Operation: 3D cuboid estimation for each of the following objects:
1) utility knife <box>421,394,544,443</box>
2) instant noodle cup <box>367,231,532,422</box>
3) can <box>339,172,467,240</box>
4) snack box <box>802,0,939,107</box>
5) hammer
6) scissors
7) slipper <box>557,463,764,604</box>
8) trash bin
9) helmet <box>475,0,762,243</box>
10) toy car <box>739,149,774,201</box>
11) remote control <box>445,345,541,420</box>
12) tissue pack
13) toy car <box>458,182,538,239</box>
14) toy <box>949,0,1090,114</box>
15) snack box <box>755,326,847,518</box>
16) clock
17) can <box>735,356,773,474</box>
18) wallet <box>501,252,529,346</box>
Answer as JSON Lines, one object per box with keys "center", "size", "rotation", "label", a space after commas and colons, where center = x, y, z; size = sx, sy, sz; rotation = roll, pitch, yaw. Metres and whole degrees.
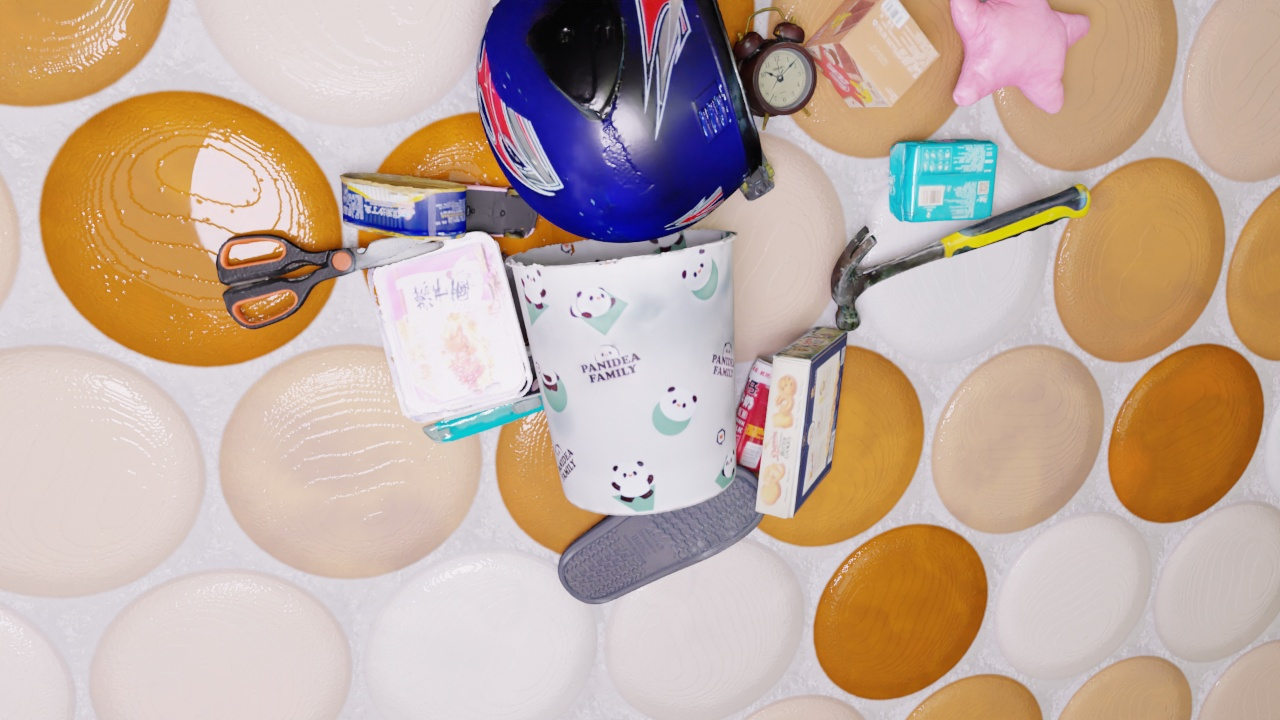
{"center": [-0.134, 0.051, 1.032], "size": [0.223, 0.013, 0.029], "rotation": [-19, 109, -11], "label": "utility knife"}
{"center": [-0.191, -0.033, 0.940], "size": [0.138, 0.060, 0.173], "rotation": [-15, 87, 0], "label": "instant noodle cup"}
{"center": [-0.230, -0.150, 0.886], "size": [0.074, 0.148, 0.049], "rotation": [-21, 118, -53], "label": "can"}
{"center": [0.247, -0.334, 0.992], "size": [0.093, 0.094, 0.077], "rotation": [42, 90, -22], "label": "snack box"}
{"center": [0.375, -0.139, 1.076], "size": [0.323, 0.032, 0.126], "rotation": [-21, 134, -3], "label": "hammer"}
{"center": [-0.304, -0.081, 0.912], "size": [0.235, 0.021, 0.143], "rotation": [9, 96, -1], "label": "scissors"}
{"center": [0.021, 0.192, 1.091], "size": [0.268, 0.083, 0.110], "rotation": [-31, 104, 13], "label": "slipper"}
{"center": [-0.006, 0.005, 0.934], "size": [0.229, 0.229, 0.252], "rotation": [-10, 104, -14], "label": "trash bin"}
{"center": [-0.034, -0.264, 0.860], "size": [0.240, 0.247, 0.315], "rotation": [-17, 80, 7], "label": "helmet"}
{"center": [0.114, -0.223, 1.016], "size": [0.042, 0.035, 0.090], "rotation": [-32, 111, -7], "label": "toy car"}
{"center": [-0.149, 0.020, 1.004], "size": [0.150, 0.021, 0.058], "rotation": [-16, 118, -12], "label": "remote control"}
{"center": [0.359, -0.213, 1.083], "size": [0.133, 0.050, 0.093], "rotation": [-5, 107, -16], "label": "tissue pack"}
{"center": [-0.168, -0.155, 0.952], "size": [0.122, 0.037, 0.056], "rotation": [2, 106, -18], "label": "toy car"}
{"center": [0.435, -0.375, 1.050], "size": [0.194, 0.075, 0.178], "rotation": [-4, 96, -19], "label": "toy"}
{"center": [0.188, 0.065, 1.050], "size": [0.046, 0.182, 0.178], "rotation": [11, 106, 24], "label": "snack box"}
{"center": [0.142, -0.316, 0.987], "size": [0.082, 0.055, 0.122], "rotation": [-19, 112, -10], "label": "clock"}
{"center": [0.142, 0.065, 1.095], "size": [0.053, 0.053, 0.133], "rotation": [14, 101, -19], "label": "can"}
{"center": [-0.161, -0.044, 0.996], "size": [0.122, 0.020, 0.096], "rotation": [-41, 112, 0], "label": "wallet"}
